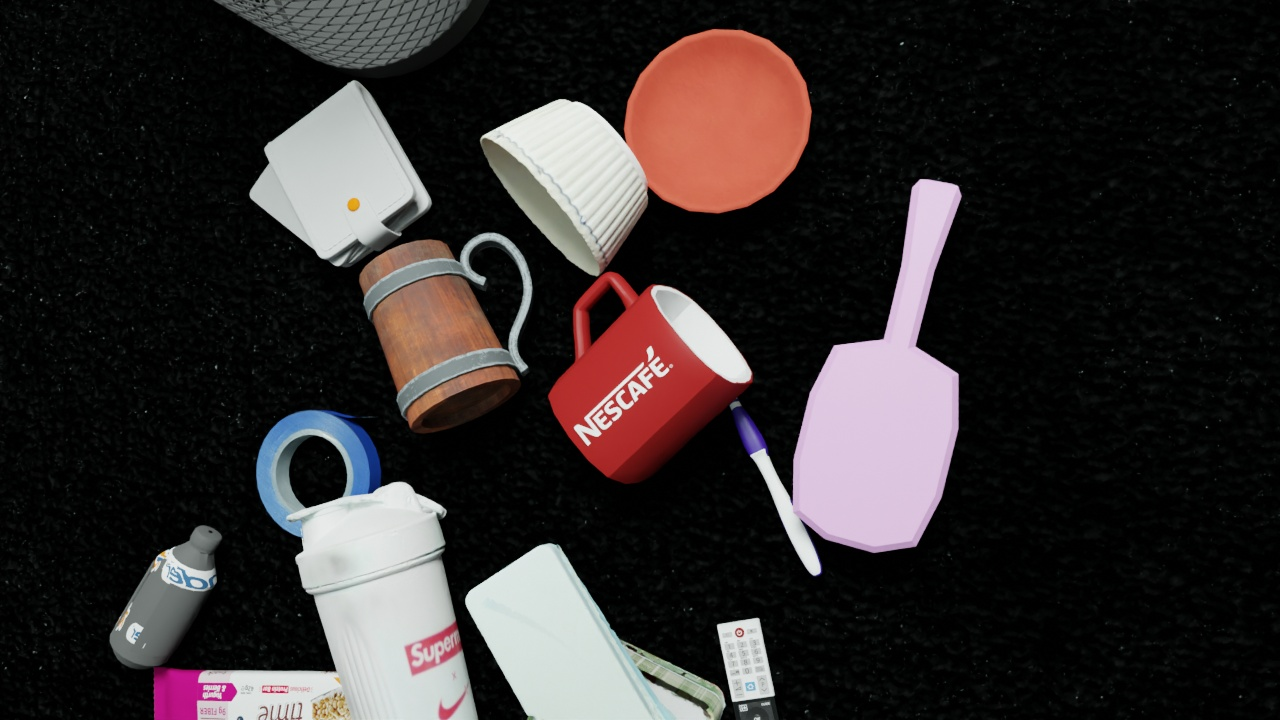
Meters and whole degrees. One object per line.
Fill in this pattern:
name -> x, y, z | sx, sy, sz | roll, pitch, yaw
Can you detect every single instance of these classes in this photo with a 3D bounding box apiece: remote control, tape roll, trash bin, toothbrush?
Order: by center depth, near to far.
trash bin -> -0.217, -0.314, 0.587 | 0.218, 0.227, 0.217 | -1, 86, 13
remote control -> 0.076, 0.230, 0.592 | 0.028, 0.011, 0.124 | -13, 83, 12
toothbrush -> 0.075, 0.055, 0.603 | 0.015, 0.016, 0.186 | -27, 81, 12
tape roll -> -0.236, 0.083, 0.671 | 0.091, 0.016, 0.093 | 0, 86, 13

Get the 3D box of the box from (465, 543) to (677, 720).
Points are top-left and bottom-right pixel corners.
box -> -0.027, 0.207, 0.551 | 0.084, 0.067, 0.199 | -42, 75, 28

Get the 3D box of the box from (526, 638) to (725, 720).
box -> -0.033, 0.287, 0.596 | 0.118, 0.050, 0.205 | 21, 90, 16

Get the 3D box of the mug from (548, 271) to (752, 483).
mug -> -0.003, 0.003, 0.583 | 0.097, 0.080, 0.116 | -45, 71, 20

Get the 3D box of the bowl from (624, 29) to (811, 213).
bowl -> 0.052, -0.155, 0.613 | 0.122, 0.035, 0.122 | -1, 86, 13

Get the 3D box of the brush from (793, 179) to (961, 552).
brush -> 0.158, 0.003, 0.573 | 0.089, 0.043, 0.228 | 14, 89, 13

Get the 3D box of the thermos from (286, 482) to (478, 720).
thermos -> -0.159, 0.195, 0.614 | 0.099, 0.099, 0.220 | -16, 88, 11

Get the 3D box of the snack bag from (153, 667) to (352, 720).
snack bag -> -0.269, 0.259, 0.667 | 0.197, 0.016, 0.070 | -3, 87, 13

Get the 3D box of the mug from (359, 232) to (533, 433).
mug -> -0.124, -0.025, 0.629 | 0.117, 0.081, 0.111 | -24, 77, -8

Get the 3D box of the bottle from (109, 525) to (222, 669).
bottle -> -0.345, 0.173, 0.675 | 0.047, 0.047, 0.112 | 32, 94, 13

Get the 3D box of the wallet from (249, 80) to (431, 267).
wallet -> -0.227, -0.127, 0.675 | 0.115, 0.037, 0.118 | -33, 76, 9

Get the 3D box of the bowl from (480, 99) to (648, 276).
bowl -> -0.043, -0.119, 0.599 | 0.062, 0.115, 0.115 | -42, 78, -8
